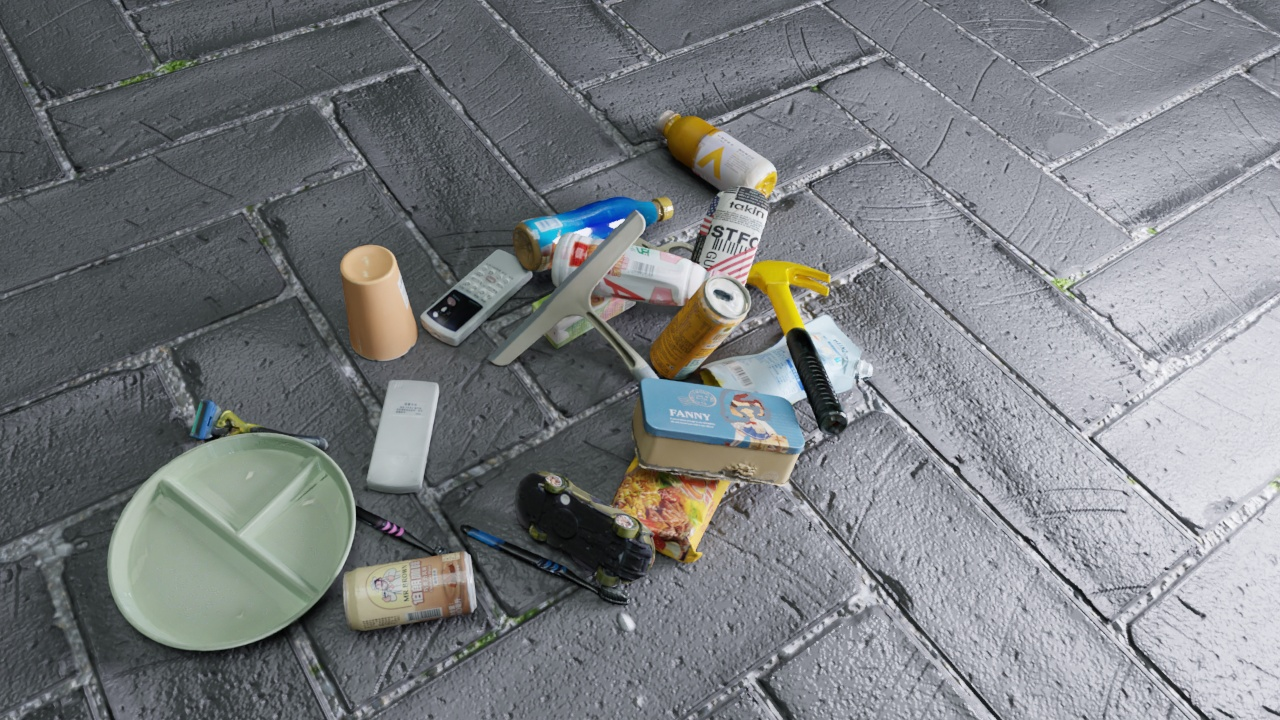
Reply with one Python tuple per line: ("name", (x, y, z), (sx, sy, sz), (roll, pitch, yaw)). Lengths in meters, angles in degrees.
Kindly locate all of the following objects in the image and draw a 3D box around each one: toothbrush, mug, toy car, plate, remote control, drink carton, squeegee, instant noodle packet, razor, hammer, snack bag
("toothbrush", (-0.096, 0.200, 0.912), (0.189, 0.016, 0.014), (21, 46, 12))
("toothbrush", (-0.260, 0.165, 0.924), (0.189, 0.018, 0.014), (23, 56, 14))
("mug", (-0.295, -0.067, 1.028), (0.078, 0.123, 0.078), (3, 53, -4))
("toy car", (-0.057, 0.162, 0.907), (0.158, 0.070, 0.042), (28, 22, 20))
("plate", (-0.393, 0.173, 0.894), (0.230, 0.028, 0.229), (0, 54, -1))
("remote control", (-0.197, -0.078, 1.110), (0.058, 0.021, 0.149), (31, 56, 17))
("drink carton", (-0.066, -0.069, 1.099), (0.122, 0.046, 0.053), (-30, 62, -24))
("remote control", (-0.254, 0.080, 0.986), (0.056, 0.019, 0.134), (3, 53, -3))
("squeegee", (-0.006, 0.006, 1.024), (0.246, 0.247, 0.039), (48, 18, 5))
("instant noodle packet", (0.031, 0.136, 0.955), (0.111, 0.044, 0.128), (23, 54, 7))
("razor", (-0.401, 0.076, 0.975), (0.143, 0.022, 0.042), (12, 83, -1))
("hammer", (0.181, -0.027, 1.055), (0.128, 0.033, 0.300), (-4, 39, -5))
("snack bag", (0.172, 0.011, 1.063), (0.190, 0.039, 0.110), (-19, 41, -20))

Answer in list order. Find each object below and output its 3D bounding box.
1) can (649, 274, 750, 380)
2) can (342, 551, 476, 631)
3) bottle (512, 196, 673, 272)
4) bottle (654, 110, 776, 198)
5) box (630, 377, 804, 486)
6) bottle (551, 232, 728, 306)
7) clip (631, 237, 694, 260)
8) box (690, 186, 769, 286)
("can", (0.064, -0.034, 1.017), (0.058, 0.146, 0.058), (12, 58, -20))
("can", (-0.215, 0.217, 0.861), (0.116, 0.059, 0.058), (-7, 54, -10))
("bottle", (-0.053, -0.169, 1.159), (0.218, 0.065, 0.065), (-21, 57, -30))
("bottle", (0.099, -0.283, 1.261), (0.189, 0.068, 0.067), (39, 59, 22))
("box", (0.071, 0.073, 0.945), (0.184, 0.063, 0.089), (9, 34, -15))
("bottle", (0.000, -0.098, 1.049), (0.197, 0.068, 0.068), (11, 53, 7))
("clip", (0.024, -0.129, 1.157), (0.100, 0.072, 0.034), (9, 54, -5))
("box", (0.101, -0.130, 1.116), (0.075, 0.086, 0.162), (16, 76, 4))
